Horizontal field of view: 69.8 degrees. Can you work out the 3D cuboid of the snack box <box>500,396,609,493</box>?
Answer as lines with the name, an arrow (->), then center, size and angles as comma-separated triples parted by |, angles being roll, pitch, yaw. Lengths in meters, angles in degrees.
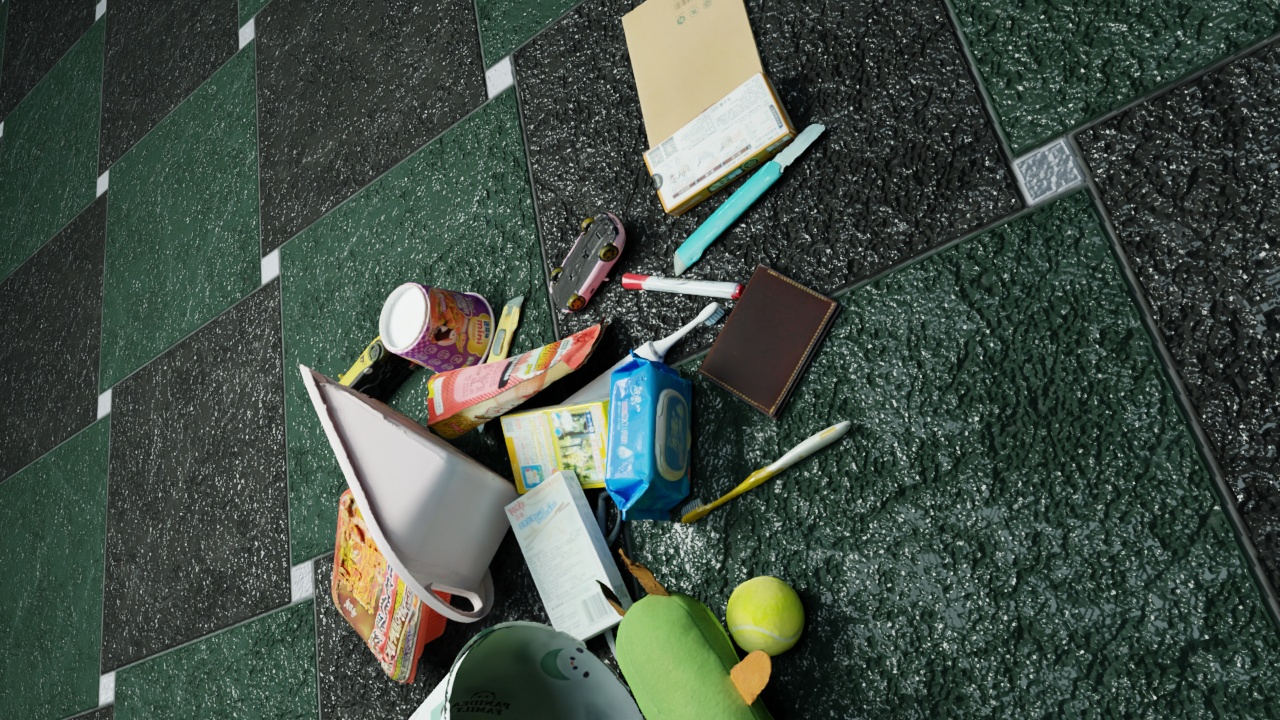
snack box -> -0.076, 0.089, 0.947 | 0.141, 0.033, 0.087 | -10, 95, 36

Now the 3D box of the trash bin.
trash bin -> -0.143, 0.402, 0.820 | 0.252, 0.229, 0.229 | -46, 55, 24

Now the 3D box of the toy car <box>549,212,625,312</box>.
toy car -> -0.056, -0.106, 1.002 | 0.123, 0.037, 0.056 | -53, 50, 28

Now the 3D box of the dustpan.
dustpan -> -0.246, 0.143, 0.959 | 0.274, 0.222, 0.138 | 25, 81, 30

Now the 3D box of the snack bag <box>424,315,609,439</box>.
snack bag -> -0.133, 0.017, 0.977 | 0.208, 0.128, 0.073 | -22, 104, 29

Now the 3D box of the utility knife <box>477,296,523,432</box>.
utility knife -> -0.166, 0.003, 1.070 | 0.031, 0.018, 0.165 | 12, 89, 44

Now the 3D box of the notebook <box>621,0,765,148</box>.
notebook -> 0.055, -0.331, 0.996 | 0.148, 0.008, 0.207 | -24, 65, 29

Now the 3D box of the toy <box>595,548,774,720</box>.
toy -> 0.044, 0.271, 0.770 | 0.246, 0.089, 0.228 | 57, 149, 13

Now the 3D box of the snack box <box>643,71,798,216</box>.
snack box -> 0.078, -0.217, 0.932 | 0.154, 0.026, 0.075 | -30, 70, 27

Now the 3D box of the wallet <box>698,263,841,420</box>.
wallet -> 0.119, -0.019, 0.860 | 0.096, 0.020, 0.122 | 33, 97, 32

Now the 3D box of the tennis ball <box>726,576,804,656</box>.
tennis ball -> 0.105, 0.216, 0.776 | 0.066, 0.065, 0.065 | -11, 72, 34

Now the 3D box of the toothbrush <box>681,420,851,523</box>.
toothbrush -> 0.110, 0.101, 0.836 | 0.192, 0.016, 0.018 | -35, 51, 25

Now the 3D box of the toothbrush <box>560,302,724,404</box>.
toothbrush -> -0.006, 0.006, 0.939 | 0.221, 0.026, 0.026 | -35, 32, 24

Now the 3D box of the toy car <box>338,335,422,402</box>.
toy car -> -0.335, 0.019, 1.150 | 0.156, 0.071, 0.041 | -45, 57, 19

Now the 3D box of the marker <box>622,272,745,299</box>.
marker -> 0.042, -0.076, 0.932 | 0.145, 0.017, 0.017 | 9, 83, 38

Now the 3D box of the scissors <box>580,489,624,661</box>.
scissors -> -0.050, 0.211, 0.928 | 0.174, 0.014, 0.159 | 40, 104, 34

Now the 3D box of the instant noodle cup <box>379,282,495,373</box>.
instant noodle cup -> -0.244, -0.039, 1.082 | 0.112, 0.099, 0.111 | -10, 73, 33

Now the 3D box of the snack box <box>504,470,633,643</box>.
snack box -> -0.072, 0.197, 0.911 | 0.085, 0.026, 0.156 | -35, 70, 26

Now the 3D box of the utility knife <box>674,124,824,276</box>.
utility knife -> 0.104, -0.159, 0.911 | 0.206, 0.013, 0.029 | -43, 55, 23

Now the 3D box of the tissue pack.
tissue pack -> 0.012, 0.075, 0.866 | 0.052, 0.095, 0.157 | -4, 75, 30

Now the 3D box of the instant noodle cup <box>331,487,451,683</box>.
instant noodle cup -> -0.273, 0.241, 1.022 | 0.189, 0.079, 0.165 | 29, 114, 39
